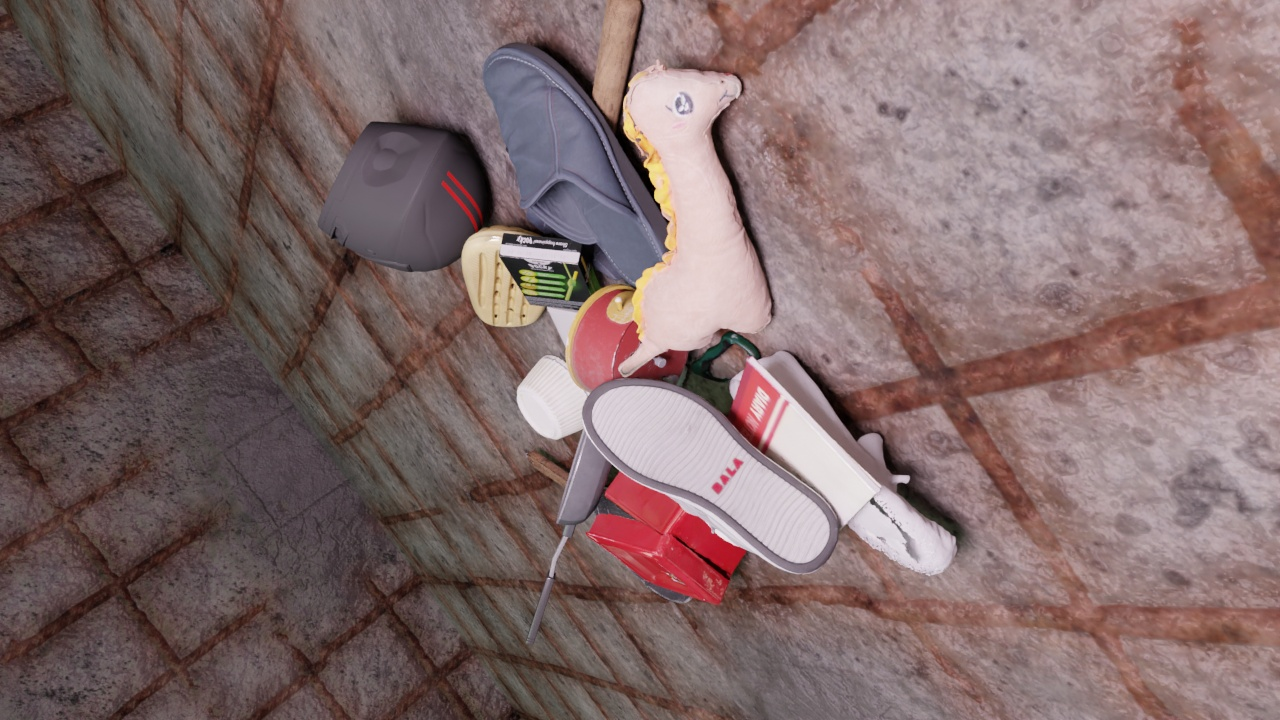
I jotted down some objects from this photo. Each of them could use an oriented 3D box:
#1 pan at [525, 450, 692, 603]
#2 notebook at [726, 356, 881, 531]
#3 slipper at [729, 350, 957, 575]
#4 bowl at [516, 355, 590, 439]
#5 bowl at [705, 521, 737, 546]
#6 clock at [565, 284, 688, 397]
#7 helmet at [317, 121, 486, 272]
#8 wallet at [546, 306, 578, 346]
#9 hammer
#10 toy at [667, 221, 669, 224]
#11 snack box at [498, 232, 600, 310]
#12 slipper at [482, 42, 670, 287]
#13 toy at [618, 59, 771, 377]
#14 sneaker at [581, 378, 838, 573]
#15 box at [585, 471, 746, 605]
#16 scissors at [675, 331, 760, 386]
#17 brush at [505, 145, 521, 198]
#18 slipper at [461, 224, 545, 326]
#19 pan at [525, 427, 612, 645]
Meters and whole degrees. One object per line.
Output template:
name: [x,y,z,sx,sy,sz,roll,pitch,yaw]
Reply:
pan: [-0.044,0.219,1.344,0.357,0.040,0.208,33,146,33]
notebook: [0.134,0.093,0.836,0.153,0.012,0.209,48,162,17]
slipper: [0.185,0.090,0.823,0.247,0.074,0.112,48,178,21]
bowl: [-0.120,0.057,1.248,0.115,0.062,0.115,36,147,27]
bowl: [0.113,0.149,1.000,0.153,0.072,0.154,35,147,27]
clock: [-0.006,0.005,0.929,0.081,0.116,0.159,23,117,40]
helmet: [-0.271,-0.188,1.093,0.170,0.164,0.265,28,162,-16]
wallet: [-0.054,-0.016,1.098,0.118,0.037,0.115,13,132,54]
hammer: [-0.039,-0.205,0.870,0.129,0.040,0.323,40,148,14]
toy: [0.031,-0.117,0.866,0.112,0.030,0.049,19,125,36]
snack box: [-0.091,-0.090,0.968,0.080,0.025,0.147,7,165,7]
slipper: [-0.071,-0.165,0.840,0.265,0.083,0.109,55,148,-5]
toy: [0.024,-0.111,0.778,0.065,0.196,0.264,-104,-12,-54]
sneaker: [0.061,0.109,0.867,0.263,0.096,0.129,33,167,12]
box: [0.038,0.206,1.100,0.135,0.112,0.157,14,156,42]
scissors: [0.065,0.006,0.971,0.142,0.015,0.210,39,148,20]
brush: [-0.131,-0.235,0.991,0.039,0.012,0.152,42,150,20]
slipper: [-0.152,-0.112,1.089,0.262,0.111,0.079,115,156,-70]
pan: [-0.086,0.204,1.163,0.041,0.358,0.178,17,-167,-4]
